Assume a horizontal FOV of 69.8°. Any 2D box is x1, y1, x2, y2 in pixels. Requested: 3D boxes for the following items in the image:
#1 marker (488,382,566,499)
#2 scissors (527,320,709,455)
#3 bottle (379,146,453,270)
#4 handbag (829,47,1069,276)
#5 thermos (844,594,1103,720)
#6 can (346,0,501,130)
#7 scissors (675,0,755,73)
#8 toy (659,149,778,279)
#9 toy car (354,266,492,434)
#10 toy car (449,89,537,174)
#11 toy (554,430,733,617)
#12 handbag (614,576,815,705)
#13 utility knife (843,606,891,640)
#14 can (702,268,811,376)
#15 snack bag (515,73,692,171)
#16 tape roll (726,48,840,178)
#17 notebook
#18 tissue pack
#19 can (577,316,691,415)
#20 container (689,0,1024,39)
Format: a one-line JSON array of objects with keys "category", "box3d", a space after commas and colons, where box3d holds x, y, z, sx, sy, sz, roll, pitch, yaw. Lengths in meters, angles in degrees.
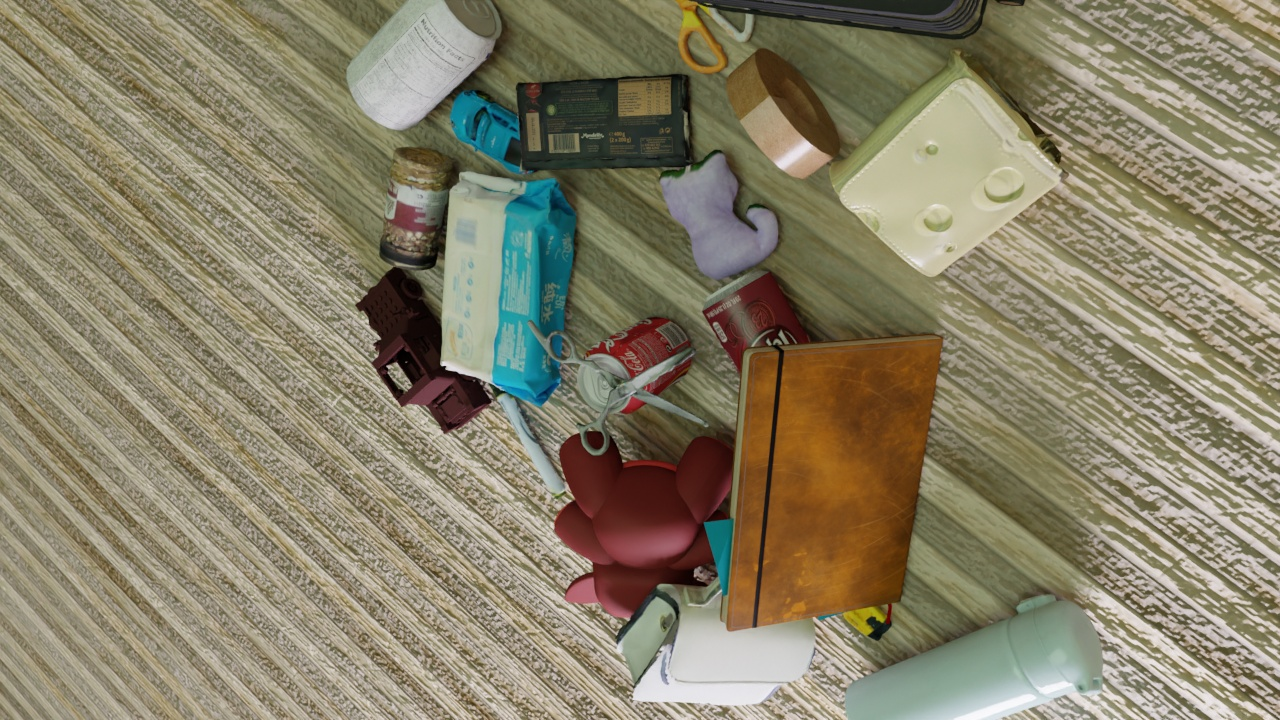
[{"category": "marker", "box3d": [-0.115, 0.073, 0.917, 0.017, 0.017, 0.146, -29, 91, 34]}, {"category": "scissors", "box3d": [-0.023, 0.013, 0.718, 0.171, 0.014, 0.142, 42, 125, 13]}, {"category": "bottle", "box3d": [-0.215, -0.145, 0.876, 0.056, 0.056, 0.105, 26, 117, 20]}, {"category": "handbag", "box3d": [0.209, -0.132, 0.624, 0.111, 0.081, 0.120, 44, 121, -5]}, {"category": "thermos", "box3d": [0.263, 0.255, 0.732, 0.207, 0.065, 0.077, -38, 50, 33]}, {"category": "can", "box3d": [-0.191, -0.270, 0.808, 0.136, 0.078, 0.078, -30, 90, 34]}, {"category": "scissors", "box3d": [0.038, -0.289, 0.709, 0.074, 0.012, 0.131, -34, 89, 32]}, {"category": "toy", "box3d": [0.065, -0.118, 0.739, 0.080, 0.036, 0.100, -20, 101, 23]}, {"category": "toy car", "box3d": [-0.228, -0.007, 0.927, 0.070, 0.061, 0.170, -37, 87, 33]}, {"category": "toy car", "box3d": [-0.132, -0.205, 0.824, 0.105, 0.032, 0.048, 35, 121, 17]}, {"category": "toy", "box3d": [0.005, 0.156, 0.813, 0.158, 0.120, 0.198, 2, 132, 2]}, {"category": "handbag", "box3d": [0.082, 0.222, 0.773, 0.176, 0.151, 0.074, -60, 33, 26]}, {"category": "utility knife", "box3d": [0.149, 0.176, 0.803, 0.175, 0.017, 0.031, 46, 113, 13]}, {"category": "can", "box3d": [0.101, -0.013, 0.735, 0.063, 0.063, 0.114, -30, 90, 34]}, {"category": "snack bag", "box3d": [-0.032, -0.197, 0.764, 0.155, 0.018, 0.075, 3, 107, 18]}, {"category": "tape roll", "box3d": [0.103, -0.178, 0.660, 0.027, 0.093, 0.094, -35, 87, 33]}, {"category": "notebook", "box3d": [0.138, 0.105, 0.710, 0.014, 0.178, 0.249, -133, 42, -63]}, {"category": "tissue pack", "box3d": [-0.124, -0.070, 0.845, 0.117, 0.065, 0.209, 16, 112, 26]}, {"category": "can", "box3d": [-0.005, 0.005, 0.777, 0.064, 0.104, 0.064, 10, 111, 27]}, {"category": "container", "box3d": [0.125, -0.302, 0.578, 0.241, 0.130, 0.163, 17, 109, 24]}]
